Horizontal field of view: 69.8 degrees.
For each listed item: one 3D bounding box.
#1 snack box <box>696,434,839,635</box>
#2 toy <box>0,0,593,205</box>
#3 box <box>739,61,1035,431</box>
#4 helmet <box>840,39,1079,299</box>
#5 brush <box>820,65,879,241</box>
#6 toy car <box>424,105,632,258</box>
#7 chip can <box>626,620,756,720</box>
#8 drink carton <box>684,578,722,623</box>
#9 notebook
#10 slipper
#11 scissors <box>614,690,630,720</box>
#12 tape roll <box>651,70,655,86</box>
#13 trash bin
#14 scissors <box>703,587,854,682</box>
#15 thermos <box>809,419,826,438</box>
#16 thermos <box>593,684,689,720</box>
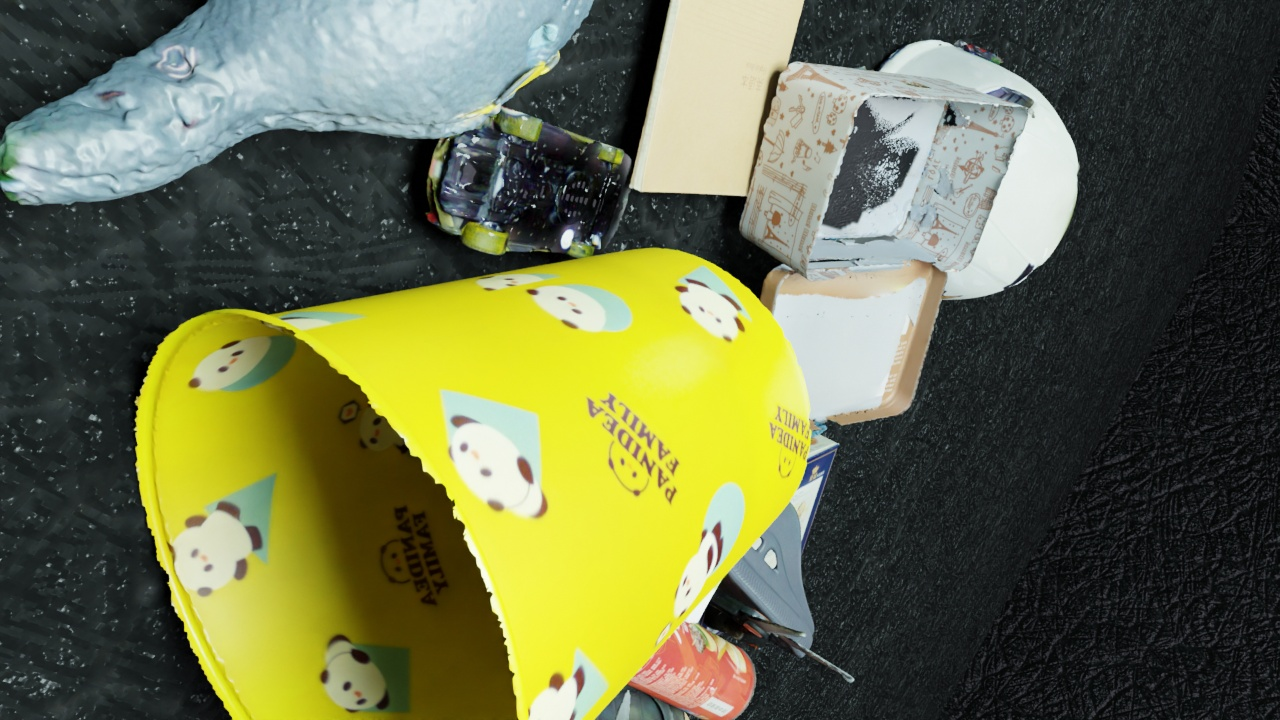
[{"bbox_3d":[0.107,0.168,0.888,0.177,0.046,0.183,-13,123,-48],"label":"snack box"},{"bbox_3d":[-0.082,-0.168,0.359,0.355,0.091,0.138,-54,133,-17],"label":"toy"},{"bbox_3d":[0.159,-0.071,0.671,0.176,0.082,0.261,-7,121,-33],"label":"box"},{"bbox_3d":[0.298,-0.152,0.821,0.273,0.157,0.230,22,94,-57],"label":"helmet"},{"bbox_3d":[0.139,-0.151,0.703,0.073,0.055,0.144,-16,127,-25],"label":"brush"},{"bbox_3d":[-0.054,-0.091,0.491,0.158,0.042,0.070,-1,114,-61],"label":"toy car"},{"bbox_3d":[0.009,0.225,0.721,0.216,0.073,0.073,40,79,-39],"label":"chip can"},{"bbox_3d":[-0.002,0.128,0.643,0.053,0.122,0.045,-59,144,-5],"label":"drink carton"},{"bbox_3d":[0.060,-0.207,0.565,0.149,0.012,0.212,-12,120,-55],"label":"notebook"},{"bbox_3d":[0.079,0.144,0.744,0.083,0.111,0.268,-49,129,-17],"label":"slipper"},{"bbox_3d":[-0.029,0.330,0.750,0.014,0.159,0.181,-90,178,-61],"label":"scissors"},{"bbox_3d":[0.039,-0.176,0.584,0.085,0.014,0.086,-32,136,-38],"label":"tape roll"},{"bbox_3d":[-0.055,0.058,0.442,0.254,0.230,0.230,-25,131,-49],"label":"trash bin"},{"bbox_3d":[0.072,0.199,0.719,0.021,0.204,0.225,-52,163,-16],"label":"scissors"},{"bbox_3d":[0.093,0.038,0.759,0.220,0.070,0.070,-2,114,-52],"label":"thermos"},{"bbox_3d":[0.005,0.334,0.835,0.093,0.093,0.143,-54,154,-13],"label":"thermos"}]
